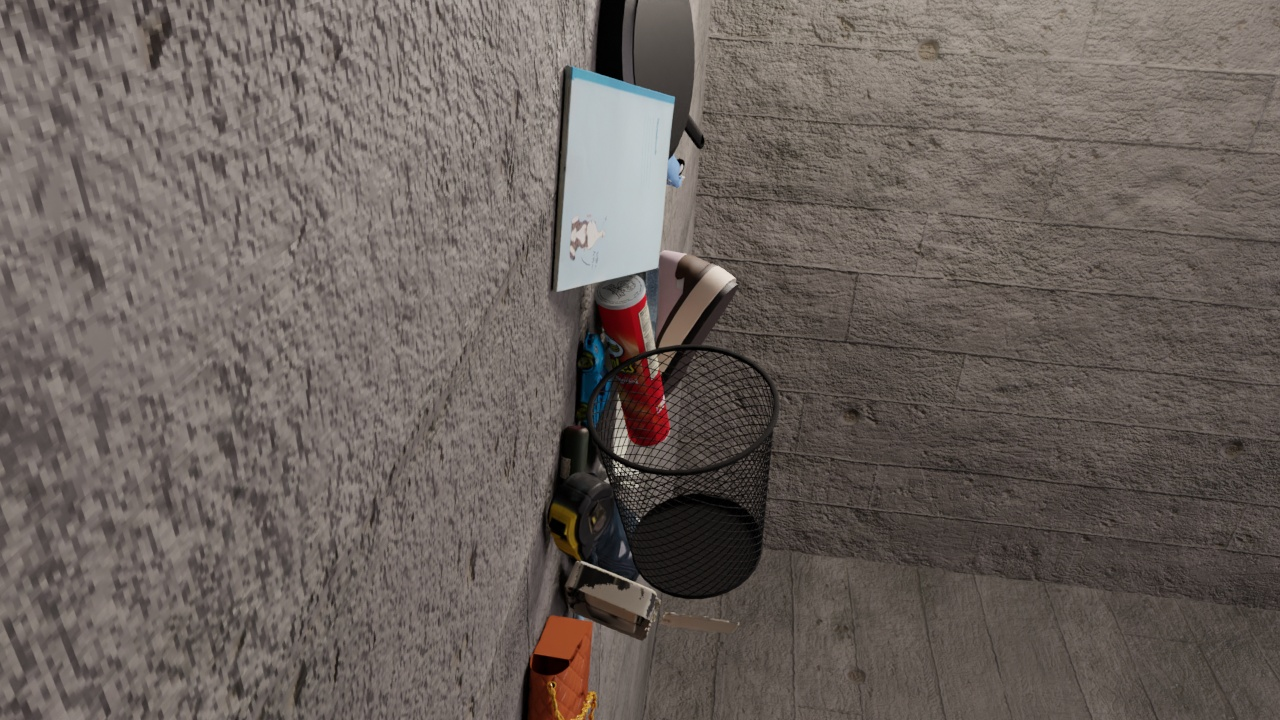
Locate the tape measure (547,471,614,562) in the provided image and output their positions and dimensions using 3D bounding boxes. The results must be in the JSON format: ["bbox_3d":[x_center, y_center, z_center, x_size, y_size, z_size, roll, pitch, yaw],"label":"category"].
[{"bbox_3d":[-0.055,0.142,0.856,0.071,0.042,0.072,-52,145,-21],"label":"tape measure"}]

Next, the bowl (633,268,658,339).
[{"bbox_3d":[-0.014,-0.077,1.057,0.137,0.057,0.137,4,89,-83],"label":"bowl"}]

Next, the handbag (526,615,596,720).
[{"bbox_3d":[-0.077,0.350,0.876,0.108,0.060,0.172,-49,145,-74],"label":"handbag"}]

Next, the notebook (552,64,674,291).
[{"bbox_3d":[-0.019,-0.165,0.851,0.252,0.009,0.181,-26,123,-67],"label":"notebook"}]

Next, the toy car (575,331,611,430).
[{"bbox_3d":[-0.048,0.023,0.957,0.048,0.032,0.105,-70,164,-67],"label":"toy car"}]

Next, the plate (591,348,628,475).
[{"bbox_3d":[-0.034,0.049,1.120,0.182,0.034,0.182,8,88,-85],"label":"plate"}]

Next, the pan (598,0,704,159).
[{"bbox_3d":[0.033,-0.306,1.015,0.356,0.034,0.225,24,73,-69],"label":"pan"}]

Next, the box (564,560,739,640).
[{"bbox_3d":[0.010,0.270,0.987,0.144,0.184,0.044,97,15,-65],"label":"box"}]

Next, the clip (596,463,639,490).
[{"bbox_3d":[-0.031,0.143,1.183,0.101,0.060,0.052,-69,145,-72],"label":"clip"}]

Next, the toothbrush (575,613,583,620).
[{"bbox_3d":[-0.072,0.313,1.102,0.022,0.016,0.155,-36,136,-51],"label":"toothbrush"}]

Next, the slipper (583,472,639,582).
[{"bbox_3d":[-0.021,0.212,1.088,0.266,0.083,0.108,79,9,-56],"label":"slipper"}]

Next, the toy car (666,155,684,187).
[{"bbox_3d":[0.014,-0.246,1.141,0.055,0.056,0.153,-65,166,0],"label":"toy car"}]

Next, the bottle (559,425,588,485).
[{"bbox_3d":[-0.066,0.117,0.893,0.025,0.025,0.106,-53,148,-80],"label":"bottle"}]

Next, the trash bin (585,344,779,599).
[{"bbox_3d":[0.051,0.123,0.941,0.183,0.184,0.210,-78,164,-50],"label":"trash bin"}]

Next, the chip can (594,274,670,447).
[{"bbox_3d":[-0.006,0.006,0.990,0.051,0.052,0.215,-79,164,-45],"label":"chip can"}]

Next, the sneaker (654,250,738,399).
[{"bbox_3d":[0.011,-0.027,1.230,0.111,0.116,0.295,-40,165,-47],"label":"sneaker"}]
